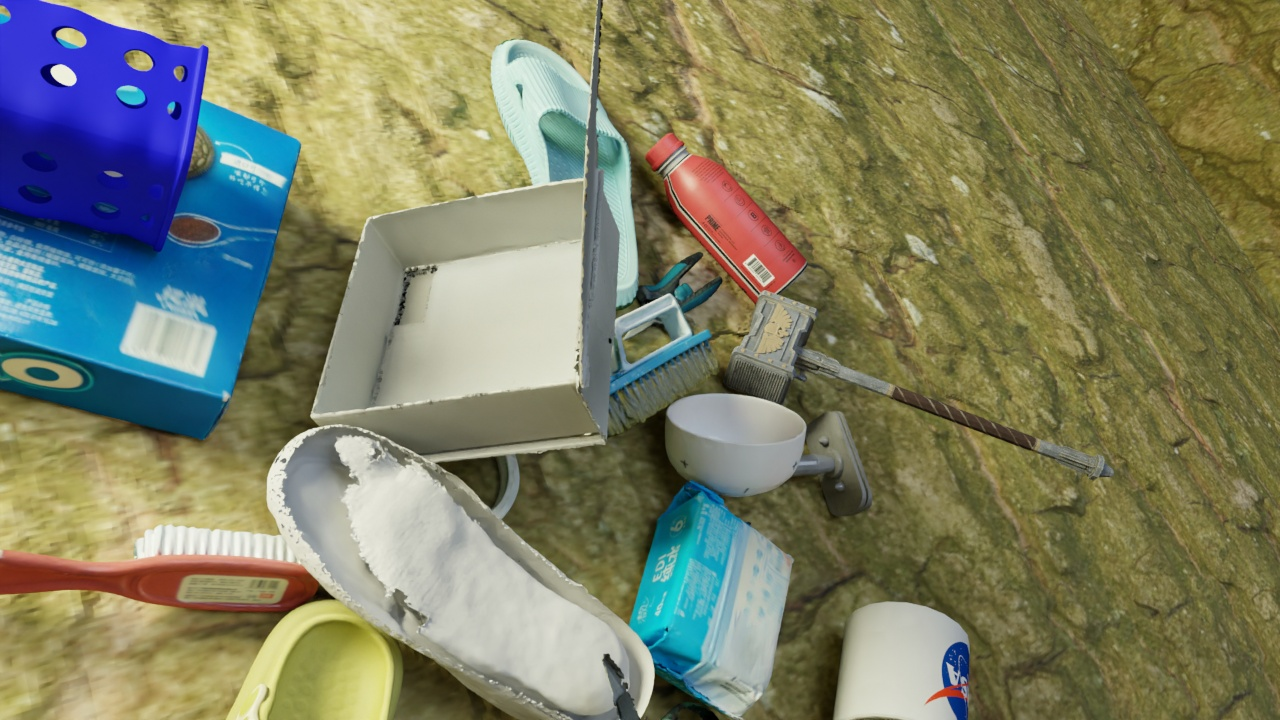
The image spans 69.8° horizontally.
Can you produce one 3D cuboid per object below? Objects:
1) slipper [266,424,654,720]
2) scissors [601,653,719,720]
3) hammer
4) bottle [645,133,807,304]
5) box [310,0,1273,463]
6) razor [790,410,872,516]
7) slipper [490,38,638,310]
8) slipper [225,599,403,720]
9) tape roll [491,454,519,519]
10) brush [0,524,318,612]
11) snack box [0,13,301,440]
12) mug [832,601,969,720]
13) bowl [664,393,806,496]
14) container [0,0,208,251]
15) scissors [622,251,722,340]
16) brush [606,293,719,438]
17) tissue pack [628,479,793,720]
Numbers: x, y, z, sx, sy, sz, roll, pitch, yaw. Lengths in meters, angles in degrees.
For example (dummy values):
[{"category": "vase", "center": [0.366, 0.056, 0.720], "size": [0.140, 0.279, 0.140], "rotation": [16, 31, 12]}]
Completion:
[{"category": "slipper", "center": [-0.100, 0.126, 0.515], "size": [0.247, 0.075, 0.112], "rotation": [42, 34, -18]}, {"category": "scissors", "center": [0.016, 0.222, 0.528], "size": [0.154, 0.015, 0.209], "rotation": [-50, 132, -54]}, {"category": "hammer", "center": [0.237, 0.035, 0.778], "size": [0.322, 0.044, 0.098], "rotation": [21, 44, 9]}, {"category": "bottle", "center": [0.074, -0.134, 0.848], "size": [0.176, 0.062, 0.062], "rotation": [48, 43, -4]}, {"category": "box", "center": [0.009, -0.099, 0.446], "size": [0.148, 0.508, 0.166], "rotation": [26, 47, -30]}, {"category": "razor", "center": [0.129, 0.088, 0.763], "size": [0.116, 0.048, 0.088], "rotation": [0, 62, -31]}, {"category": "slipper", "center": [-0.051, -0.169, 0.765], "size": [0.115, 0.070, 0.275], "rotation": [6, 59, -41]}, {"category": "slipper", "center": [-0.155, 0.194, 0.423], "size": [0.091, 0.082, 0.190], "rotation": [34, 43, -21]}, {"category": "tape roll", "center": [-0.121, 0.068, 0.584], "size": [0.093, 0.013, 0.092], "rotation": [21, 50, -28]}, {"category": "brush", "center": [-0.244, 0.098, 0.445], "size": [0.172, 0.041, 0.030], "rotation": [13, 35, -35]}, {"category": "snack box", "center": [-0.322, -0.083, 0.487], "size": [0.238, 0.056, 0.195], "rotation": [20, 51, -28]}, {"category": "mug", "center": [0.196, 0.251, 0.679], "size": [0.089, 0.091, 0.121], "rotation": [-68, 146, -43]}, {"category": "bowl", "center": [0.069, 0.066, 0.692], "size": [0.105, 0.054, 0.104], "rotation": [5, 19, -2]}, {"category": "container", "center": [-0.280, -0.117, 0.440], "size": [0.113, 0.085, 0.084], "rotation": [13, 54, -32]}, {"category": "scissors", "center": [0.031, -0.050, 0.787], "size": [0.138, 0.019, 0.128], "rotation": [14, 55, -31]}, {"category": "brush", "center": [-0.004, 0.004, 0.690], "size": [0.135, 0.056, 0.075], "rotation": [-30, 91, -46]}, {"category": "tissue pack", "center": [0.048, 0.162, 0.626], "size": [0.093, 0.062, 0.144], "rotation": [36, 47, -17]}]
